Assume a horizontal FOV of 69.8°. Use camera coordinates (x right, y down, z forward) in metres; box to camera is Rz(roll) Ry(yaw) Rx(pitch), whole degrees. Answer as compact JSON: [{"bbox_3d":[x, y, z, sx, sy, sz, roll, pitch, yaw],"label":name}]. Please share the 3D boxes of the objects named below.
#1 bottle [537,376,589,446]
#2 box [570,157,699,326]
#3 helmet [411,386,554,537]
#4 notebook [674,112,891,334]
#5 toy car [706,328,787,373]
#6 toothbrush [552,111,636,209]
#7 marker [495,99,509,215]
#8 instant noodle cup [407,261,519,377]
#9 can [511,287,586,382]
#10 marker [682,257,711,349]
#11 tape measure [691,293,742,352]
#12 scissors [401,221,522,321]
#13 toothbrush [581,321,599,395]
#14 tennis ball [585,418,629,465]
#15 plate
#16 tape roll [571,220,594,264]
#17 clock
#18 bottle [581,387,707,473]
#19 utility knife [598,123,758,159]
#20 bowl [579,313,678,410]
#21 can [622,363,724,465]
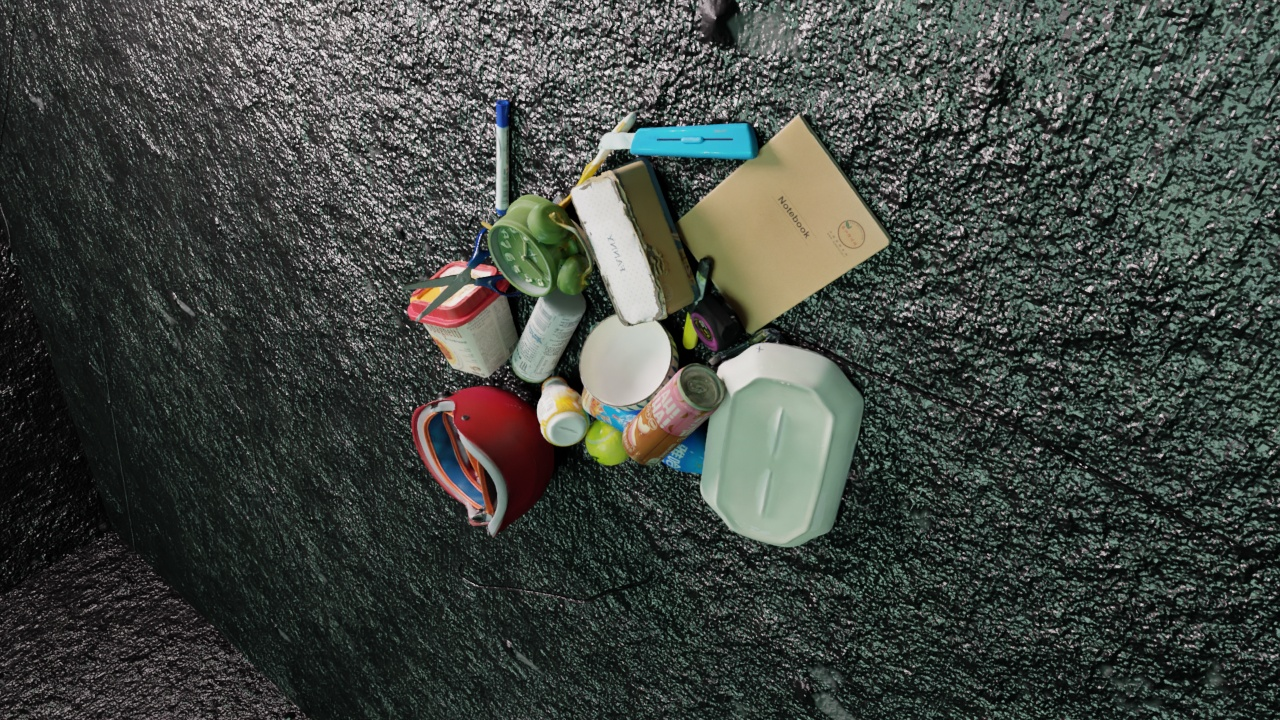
[{"bbox_3d":[-0.104,0.062,1.194,0.108,0.063,0.063,-115,18,-56],"label":"bottle"},{"bbox_3d":[-0.009,-0.132,0.996,0.090,0.061,0.184,-5,107,50],"label":"box"},{"bbox_3d":[-0.214,0.124,1.309,0.240,0.143,0.207,15,127,52],"label":"helmet"},{"bbox_3d":[0.133,-0.128,0.920,0.148,0.008,0.208,54,139,0],"label":"notebook"},{"bbox_3d":[0.118,0.001,1.001,0.106,0.031,0.049,-29,97,41],"label":"toy car"},{"bbox_3d":[-0.056,-0.219,1.025,0.018,0.016,0.192,58,140,8],"label":"toothbrush"},{"bbox_3d":[-0.166,-0.242,1.108,0.017,0.016,0.146,29,133,25],"label":"marker"},{"bbox_3d":[-0.228,-0.052,1.229,0.116,0.116,0.124,13,136,36],"label":"instant noodle cup"},{"bbox_3d":[-0.119,-0.034,1.174,0.058,0.058,0.147,44,138,10],"label":"can"},{"bbox_3d":[0.064,-0.062,1.017,0.018,0.015,0.124,34,138,26],"label":"marker"},{"bbox_3d":[0.084,-0.041,0.992,0.057,0.039,0.058,51,163,19],"label":"tape measure"},{"bbox_3d":[-0.211,-0.111,1.143,0.012,0.163,0.160,11,88,58],"label":"scissors"},{"bbox_3d":[-0.069,0.027,1.199,0.021,0.029,0.190,8,133,-7],"label":"toothbrush"},{"bbox_3d":[-0.038,0.103,1.187,0.065,0.065,0.066,23,130,30],"label":"tennis ball"},{"bbox_3d":[0.146,0.105,1.002,0.162,0.034,0.266,15,123,14],"label":"plate"},{"bbox_3d":[-0.092,-0.137,1.102,0.086,0.013,0.086,29,143,24],"label":"tape roll"},{"bbox_3d":[-0.112,-0.130,1.066,0.161,0.056,0.116,4,130,46],"label":"clock"},{"bbox_3d":[0.029,0.087,1.117,0.219,0.065,0.065,32,134,21],"label":"bottle"},{"bbox_3d":[0.033,-0.220,0.926,0.188,0.018,0.034,9,98,34],"label":"utility knife"},{"bbox_3d":[-0.006,0.006,1.078,0.116,0.116,0.066,26,175,28],"label":"bowl"},{"bbox_3d":[0.034,0.062,1.011,0.058,0.057,0.148,48,140,6],"label":"can"}]
